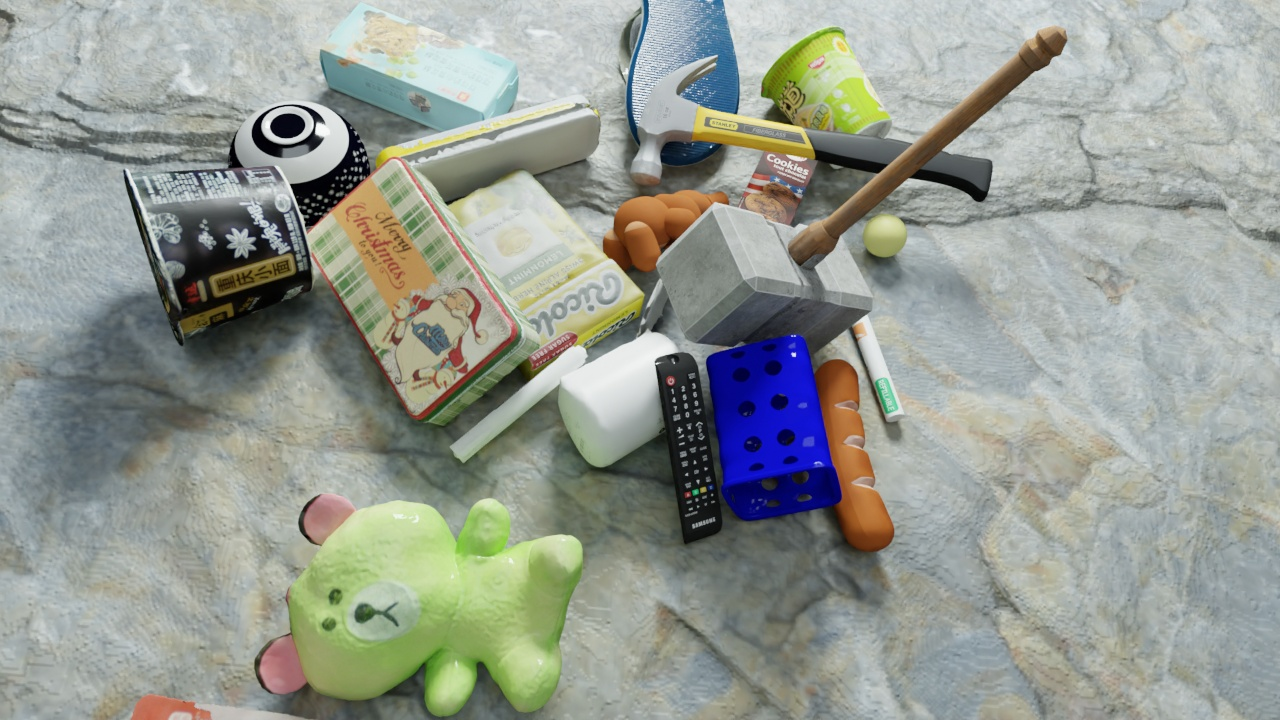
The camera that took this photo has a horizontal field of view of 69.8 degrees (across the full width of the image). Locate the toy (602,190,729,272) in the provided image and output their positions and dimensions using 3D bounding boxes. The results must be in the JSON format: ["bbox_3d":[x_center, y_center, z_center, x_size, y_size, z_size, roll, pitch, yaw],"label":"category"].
[{"bbox_3d":[0.028,-0.121,0.825,0.127,0.065,0.095,-22,24,-35],"label":"toy"}]

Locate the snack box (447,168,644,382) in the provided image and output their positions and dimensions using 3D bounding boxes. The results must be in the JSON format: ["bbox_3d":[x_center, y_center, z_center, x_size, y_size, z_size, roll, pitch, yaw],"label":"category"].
[{"bbox_3d":[-0.098,-0.082,0.791,0.121,0.045,0.181,-32,70,-22],"label":"snack box"}]

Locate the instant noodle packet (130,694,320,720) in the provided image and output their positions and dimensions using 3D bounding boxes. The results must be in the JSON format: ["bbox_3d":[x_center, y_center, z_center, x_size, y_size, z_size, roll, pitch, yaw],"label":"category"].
[{"bbox_3d":[-0.238,0.303,0.564,0.221,0.084,0.164,6,61,9],"label":"instant noodle packet"}]

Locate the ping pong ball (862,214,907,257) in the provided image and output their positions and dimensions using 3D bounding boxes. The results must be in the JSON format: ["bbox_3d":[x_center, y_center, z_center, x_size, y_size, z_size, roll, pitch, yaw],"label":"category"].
[{"bbox_3d":[0.228,-0.117,0.857,0.040,0.040,0.040,3,61,-6],"label":"ping pong ball"}]

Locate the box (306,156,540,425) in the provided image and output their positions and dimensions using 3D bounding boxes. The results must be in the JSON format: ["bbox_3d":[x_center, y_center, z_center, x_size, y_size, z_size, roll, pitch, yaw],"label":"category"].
[{"bbox_3d":[-0.179,-0.057,0.740,0.118,0.051,0.205,-37,69,6],"label":"box"}]

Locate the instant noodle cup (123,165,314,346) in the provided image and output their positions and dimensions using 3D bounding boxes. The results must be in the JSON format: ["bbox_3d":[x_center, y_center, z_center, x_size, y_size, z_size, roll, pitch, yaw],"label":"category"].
[{"bbox_3d":[-0.327,-0.093,0.723,0.112,0.138,0.137,-19,65,-26],"label":"instant noodle cup"}]

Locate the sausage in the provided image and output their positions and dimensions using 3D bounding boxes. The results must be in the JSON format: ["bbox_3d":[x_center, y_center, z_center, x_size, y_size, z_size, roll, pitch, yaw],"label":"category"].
[{"bbox_3d":[0.168,0.075,0.742,0.044,0.039,0.164,-18,60,21],"label":"sausage"}]

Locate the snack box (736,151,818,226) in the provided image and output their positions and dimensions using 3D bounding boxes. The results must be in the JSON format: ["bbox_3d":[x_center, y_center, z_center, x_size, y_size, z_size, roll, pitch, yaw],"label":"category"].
[{"bbox_3d":[0.120,-0.143,0.862,0.051,0.032,0.140,23,61,6],"label":"snack box"}]

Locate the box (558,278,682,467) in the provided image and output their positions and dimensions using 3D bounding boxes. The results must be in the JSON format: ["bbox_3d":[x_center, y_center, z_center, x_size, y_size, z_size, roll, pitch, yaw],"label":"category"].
[{"bbox_3d":[-0.004,0.001,0.740,0.155,0.085,0.126,-27,61,-22],"label":"box"}]

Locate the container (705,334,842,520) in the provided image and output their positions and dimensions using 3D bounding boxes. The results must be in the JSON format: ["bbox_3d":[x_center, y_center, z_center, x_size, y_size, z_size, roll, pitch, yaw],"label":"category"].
[{"bbox_3d":[0.102,0.052,0.713,0.084,0.085,0.113,-13,59,12],"label":"container"}]

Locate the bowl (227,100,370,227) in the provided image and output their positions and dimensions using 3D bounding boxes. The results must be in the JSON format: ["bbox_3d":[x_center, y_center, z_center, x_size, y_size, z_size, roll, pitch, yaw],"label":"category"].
[{"bbox_3d":[-0.304,-0.185,0.809,0.120,0.066,0.120,3,61,-6],"label":"bowl"}]

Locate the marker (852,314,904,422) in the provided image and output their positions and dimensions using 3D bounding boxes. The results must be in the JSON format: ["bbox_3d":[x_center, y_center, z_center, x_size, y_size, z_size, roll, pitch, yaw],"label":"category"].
[{"bbox_3d":[0.201,-0.014,0.810,0.017,0.017,0.145,-7,63,-12],"label":"marker"}]

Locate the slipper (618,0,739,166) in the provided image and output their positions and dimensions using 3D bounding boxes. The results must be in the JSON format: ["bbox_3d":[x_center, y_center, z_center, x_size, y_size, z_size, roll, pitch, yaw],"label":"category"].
[{"bbox_3d":[0.037,-0.317,0.931,0.118,0.060,0.294,1,71,-10],"label":"slipper"}]

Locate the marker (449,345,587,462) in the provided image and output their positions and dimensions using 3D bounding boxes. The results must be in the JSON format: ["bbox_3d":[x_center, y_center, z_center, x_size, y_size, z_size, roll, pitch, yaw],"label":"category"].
[{"bbox_3d":[-0.094,0.033,0.729,0.133,0.020,0.017,-40,105,-13],"label":"marker"}]

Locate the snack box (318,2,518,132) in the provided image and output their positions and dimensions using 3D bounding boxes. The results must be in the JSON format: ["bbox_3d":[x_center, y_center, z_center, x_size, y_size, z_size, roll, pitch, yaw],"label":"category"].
[{"bbox_3d":[-0.210,-0.273,0.879,0.175,0.053,0.074,22,61,6],"label":"snack box"}]

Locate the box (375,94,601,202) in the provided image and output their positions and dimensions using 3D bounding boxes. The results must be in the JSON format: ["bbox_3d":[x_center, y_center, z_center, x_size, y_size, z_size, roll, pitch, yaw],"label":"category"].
[{"bbox_3d":[-0.134,-0.186,0.833,0.209,0.065,0.037,-22,61,-18],"label":"box"}]

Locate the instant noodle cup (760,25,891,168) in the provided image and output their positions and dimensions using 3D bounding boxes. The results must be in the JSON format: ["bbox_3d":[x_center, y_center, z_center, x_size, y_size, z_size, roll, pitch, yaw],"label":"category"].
[{"bbox_3d":[0.188,-0.253,0.902,0.098,0.099,0.108,-27,76,-20],"label":"instant noodle cup"}]

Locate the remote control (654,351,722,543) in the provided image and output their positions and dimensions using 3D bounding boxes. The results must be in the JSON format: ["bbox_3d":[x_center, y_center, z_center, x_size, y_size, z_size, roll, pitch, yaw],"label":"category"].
[{"bbox_3d":[0.036,0.067,0.697,0.033,0.015,0.147,-13,98,-26],"label":"remote control"}]

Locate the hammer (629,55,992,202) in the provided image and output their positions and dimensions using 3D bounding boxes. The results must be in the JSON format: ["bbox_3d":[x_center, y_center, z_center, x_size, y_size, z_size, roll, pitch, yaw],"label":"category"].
[{"bbox_3d":[0.159,-0.197,0.840,0.323,0.029,0.127,10,82,2],"label":"hammer"}]

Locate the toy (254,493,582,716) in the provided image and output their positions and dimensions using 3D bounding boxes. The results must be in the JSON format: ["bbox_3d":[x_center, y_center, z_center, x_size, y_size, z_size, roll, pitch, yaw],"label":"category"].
[{"bbox_3d":[-0.141,0.164,0.625,0.197,0.107,0.150,10,83,8],"label":"toy"}]

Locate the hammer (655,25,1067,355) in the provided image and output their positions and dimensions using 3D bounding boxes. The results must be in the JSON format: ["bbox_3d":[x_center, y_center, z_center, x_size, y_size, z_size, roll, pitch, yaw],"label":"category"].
[{"bbox_3d":[0.173,-0.124,0.676,0.162,0.319,0.082,5,55,-42],"label":"hammer"}]
